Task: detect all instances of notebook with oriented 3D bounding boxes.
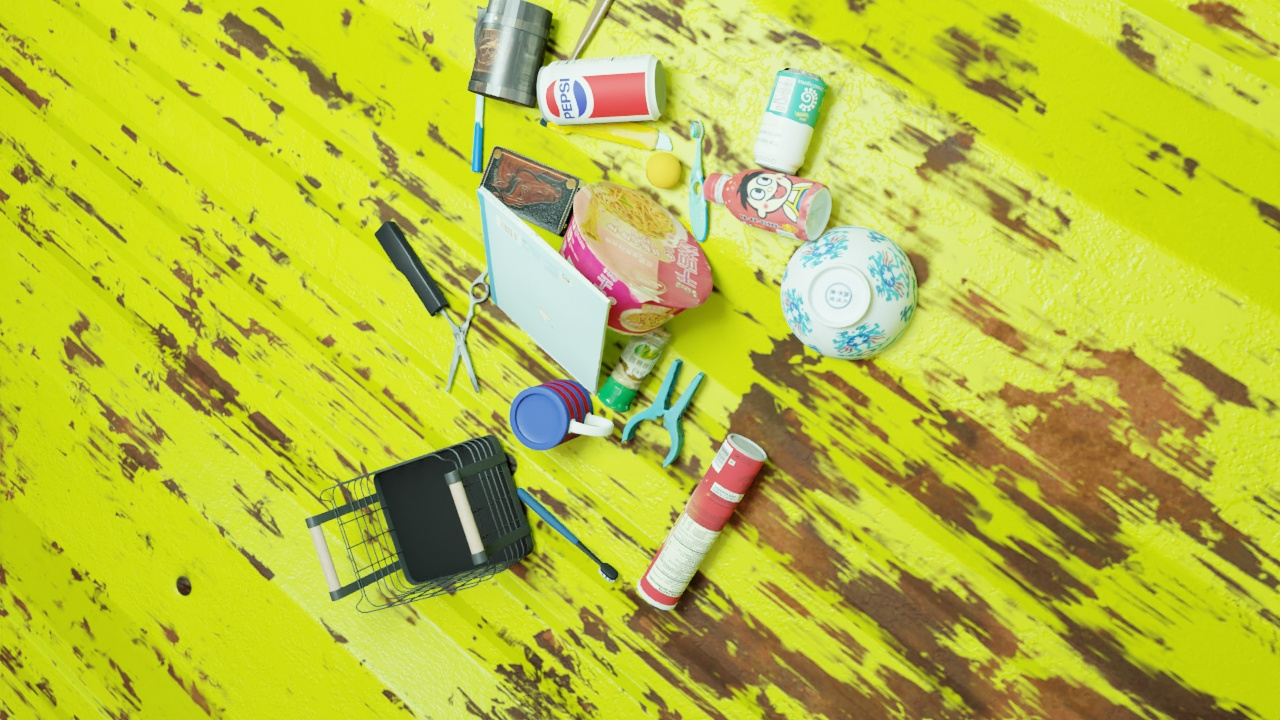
[{"bbox_3d":[-0.107,-0.066,1.007,0.181,0.254,0.009,42,70,11],"label":"notebook"}]

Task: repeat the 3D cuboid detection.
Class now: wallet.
[{"bbox_3d":[-0.132,-0.204,1.098,0.123,0.019,0.072,26,100,16],"label":"wallet"}]

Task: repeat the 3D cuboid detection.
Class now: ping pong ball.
[{"bbox_3d":[0.025,-0.212,1.025,0.040,0.040,0.040,2,97,21],"label":"ping pong ball"}]

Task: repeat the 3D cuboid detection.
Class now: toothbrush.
[{"bbox_3d":[-0.092,0.214,1.132,0.168,0.014,0.014,39,141,15],"label":"toothbrush"},{"bbox_3d":[-0.056,-0.382,1.052,0.016,0.016,0.167,35,105,14],"label":"toothbrush"},{"bbox_3d":[0.064,-0.200,1.024,0.022,0.017,0.135,1,96,30],"label":"toothbrush"}]

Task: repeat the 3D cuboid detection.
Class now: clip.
[{"bbox_3d":[0.013,0.056,1.071,0.121,0.031,0.130,9,99,24],"label":"clip"}]

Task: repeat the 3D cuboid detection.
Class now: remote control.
[{"bbox_3d":[-0.293,-0.117,1.166,0.032,0.015,0.136,-40,77,20],"label":"remote control"}]

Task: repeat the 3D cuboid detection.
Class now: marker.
[{"bbox_3d":[-0.196,-0.301,1.116,0.013,0.013,0.142,7,98,20],"label":"marker"}]

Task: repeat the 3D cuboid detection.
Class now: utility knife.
[{"bbox_3d":[-0.040,-0.266,1.058,0.165,0.017,0.030,18,107,19],"label":"utility knife"}]

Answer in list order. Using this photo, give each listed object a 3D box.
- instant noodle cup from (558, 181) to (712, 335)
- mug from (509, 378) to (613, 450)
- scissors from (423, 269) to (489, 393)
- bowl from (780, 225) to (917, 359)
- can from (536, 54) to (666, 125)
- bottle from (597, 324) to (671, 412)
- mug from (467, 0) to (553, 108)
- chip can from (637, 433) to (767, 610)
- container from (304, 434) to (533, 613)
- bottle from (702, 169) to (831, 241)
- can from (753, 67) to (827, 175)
[{"bbox_3d":[-0.015,-0.102,0.994,0.178,0.178,0.078,49,126,9],"label":"instant noodle cup"},{"bbox_3d":[-0.088,0.068,1.081,0.112,0.076,0.075,17,102,18],"label":"mug"},{"bbox_3d":[-0.217,-0.040,1.152,0.162,0.014,0.141,-42,78,19],"label":"scissors"},{"bbox_3d":[0.210,-0.069,0.953,0.144,0.074,0.144,2,97,21],"label":"bowl"},{"bbox_3d":[-0.042,-0.299,1.018,0.132,0.070,0.070,1,96,15],"label":"can"},{"bbox_3d":[-0.006,0.006,1.063,0.043,0.043,0.111,35,106,14],"label":"bottle"},{"bbox_3d":[-0.162,-0.360,1.066,0.116,0.079,0.107,22,103,37],"label":"mug"},{"bbox_3d":[0.069,0.185,1.048,0.052,0.051,0.215,33,106,14],"label":"chip can"},{"bbox_3d":[-0.268,0.202,1.130,0.242,0.130,0.163,-19,89,25],"label":"container"},{"bbox_3d":[0.130,-0.172,0.977,0.138,0.061,0.062,21,103,32],"label":"bottle"},{"bbox_3d":[0.156,-0.250,0.963,0.055,0.054,0.102,20,102,18],"label":"can"}]
